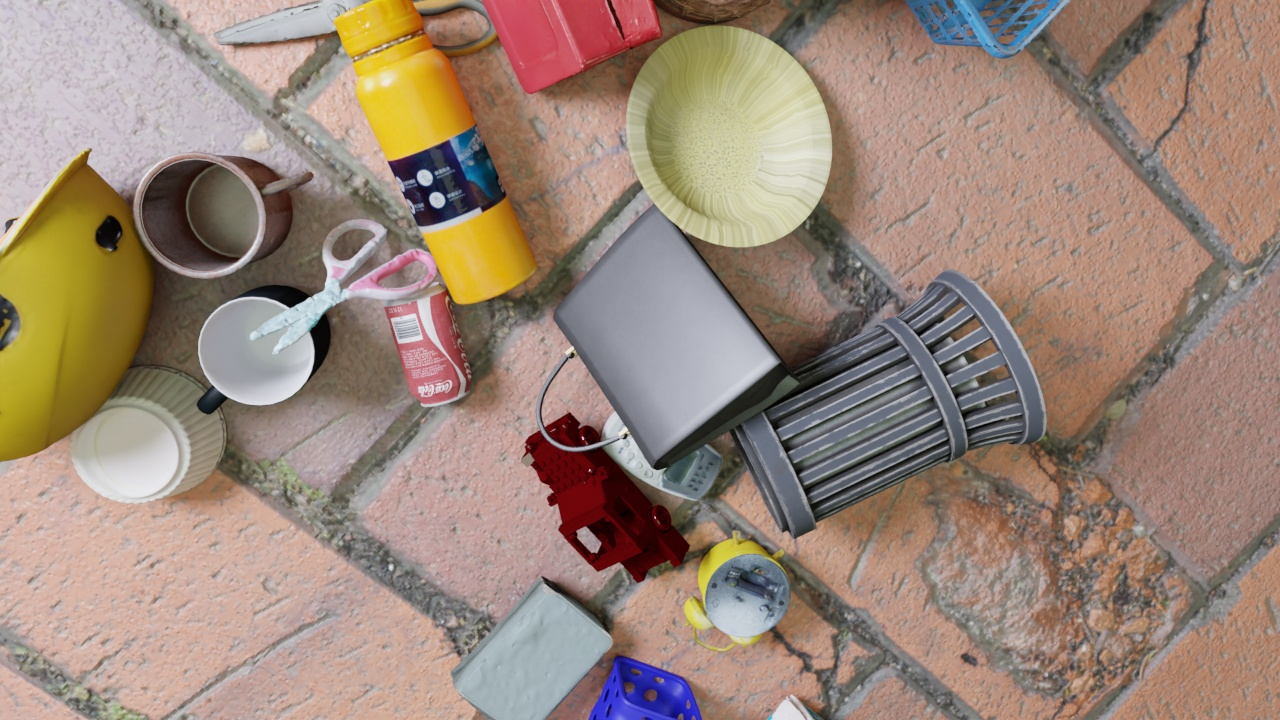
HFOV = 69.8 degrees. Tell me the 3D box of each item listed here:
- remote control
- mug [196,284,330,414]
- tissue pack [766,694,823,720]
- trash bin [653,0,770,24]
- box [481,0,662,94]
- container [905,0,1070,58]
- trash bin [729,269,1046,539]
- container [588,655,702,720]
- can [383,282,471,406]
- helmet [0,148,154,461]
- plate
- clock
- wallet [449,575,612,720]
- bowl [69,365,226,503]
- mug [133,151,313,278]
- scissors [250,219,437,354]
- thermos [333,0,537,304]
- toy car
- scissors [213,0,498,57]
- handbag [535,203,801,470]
[{"bbox_3d":[0.018,0.084,0.840,0.114,0.028,0.060,30,96,-14],"label":"remote control"},{"bbox_3d":[-0.308,-0.003,0.736,0.121,0.094,0.085,-45,104,2],"label":"mug"},{"bbox_3d":[0.186,0.436,0.923,0.209,0.066,0.117,41,92,-16],"label":"tissue pack"},{"bbox_3d":[0.071,-0.337,0.664,0.151,0.210,0.151,-2,101,-8],"label":"trash bin"},{"bbox_3d":[-0.066,-0.295,0.689,0.126,0.137,0.157,-23,107,-3],"label":"box"},{"bbox_3d":[0.230,-0.437,0.705,0.256,0.089,0.362,-45,105,-14],"label":"container"},{"bbox_3d":[0.198,0.045,0.795,0.227,0.164,0.164,-26,105,1],"label":"trash bin"},{"bbox_3d":[-0.008,0.358,0.866,0.084,0.085,0.114,24,98,-12],"label":"container"},{"bbox_3d":[-0.178,-0.013,0.775,0.054,0.054,0.096,-15,104,-6],"label":"can"},{"bbox_3d":[-0.437,-0.023,0.666,0.240,0.209,0.139,-41,120,-2],"label":"helmet"},{"bbox_3d":[0.070,-0.184,0.773,0.184,0.036,0.184,1,86,-19],"label":"plate"},{"bbox_3d":[0.090,0.224,0.866,0.083,0.057,0.119,23,97,-14],"label":"clock"},{"bbox_3d":[-0.099,0.272,0.851,0.131,0.054,0.100,-44,114,0],"label":"wallet"},{"bbox_3d":[-0.408,0.067,0.752,0.115,0.062,0.115,-2,102,-9],"label":"bowl"},{"bbox_3d":[-0.308,-0.120,0.706,0.123,0.110,0.096,-21,109,-5],"label":"mug"},{"bbox_3d":[-0.244,-0.061,0.709,0.101,0.178,0.016,37,135,12],"label":"scissors"},{"bbox_3d":[-0.163,-0.164,0.726,0.076,0.091,0.233,-29,113,-16],"label":"thermos"},{"bbox_3d":[-0.035,0.131,0.813,0.070,0.061,0.170,-31,108,32],"label":"toy car"},{"bbox_3d":[-0.227,-0.288,0.727,0.229,0.016,0.114,-8,103,-7],"label":"scissors"},{"bbox_3d":[-0.004,0.004,0.759,0.196,0.072,0.175,-39,65,9],"label":"handbag"}]
